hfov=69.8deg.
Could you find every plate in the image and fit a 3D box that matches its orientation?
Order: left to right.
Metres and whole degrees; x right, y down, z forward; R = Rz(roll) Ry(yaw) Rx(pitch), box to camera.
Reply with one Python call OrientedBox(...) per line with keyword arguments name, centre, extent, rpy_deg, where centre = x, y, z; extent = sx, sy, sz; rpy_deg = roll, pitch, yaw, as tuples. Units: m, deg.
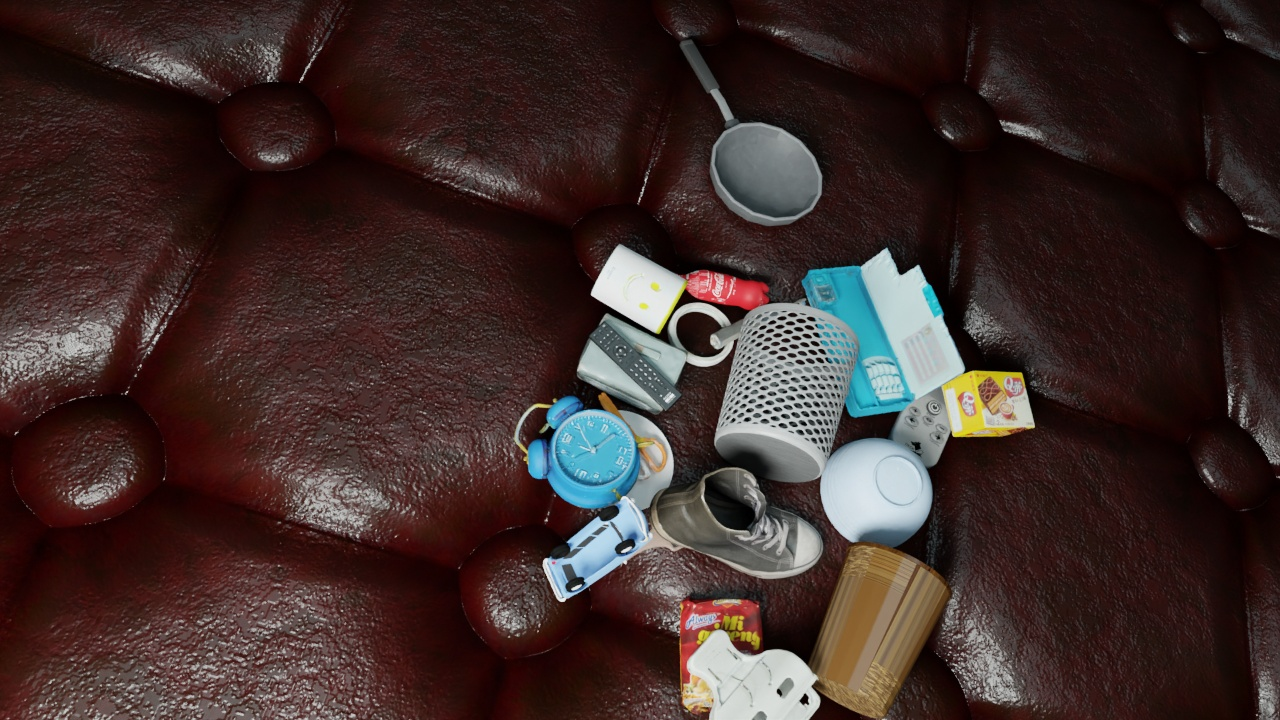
OrientedBox(name="plate", centre=(-0.024, 0.128, 1.158), extent=(0.134, 0.011, 0.134), rpy_deg=(6, 64, -13))

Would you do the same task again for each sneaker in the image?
OrientedBox(name="sneaker", centre=(0.140, 0.196, 1.106), extent=(0.234, 0.120, 0.095), rpy_deg=(25, 60, -18))

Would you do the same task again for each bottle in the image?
OrientedBox(name="bottle", centre=(0.111, -0.101, 1.288), extent=(0.141, 0.042, 0.041), rpy_deg=(11, 63, -11))

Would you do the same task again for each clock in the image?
OrientedBox(name="clock", centre=(-0.074, 0.109, 1.108), extent=(0.161, 0.060, 0.116), rpy_deg=(23, 67, 4))

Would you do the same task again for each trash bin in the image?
OrientedBox(name="trash bin", centre=(0.185, 0.046, 1.178), extent=(0.156, 0.157, 0.183), rpy_deg=(22, 64, -5))

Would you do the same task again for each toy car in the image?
OrientedBox(name="toy car", centre=(-0.046, 0.215, 1.045), extent=(0.054, 0.154, 0.056), rpy_deg=(10, 45, -53))

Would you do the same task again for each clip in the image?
OrientedBox(name="clip", centre=(0.123, 0.364, 1.007), extent=(0.126, 0.105, 0.152), rpy_deg=(-40, 92, -26))

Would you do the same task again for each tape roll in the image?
OrientedBox(name="tape roll", centre=(0.084, -0.036, 1.266), extent=(0.093, 0.013, 0.093), rpy_deg=(6, 64, -13))

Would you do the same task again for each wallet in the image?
OrientedBox(name="wallet", centre=(-0.011, 0.003, 1.202), extent=(0.131, 0.054, 0.100), rpy_deg=(23, 60, 1))

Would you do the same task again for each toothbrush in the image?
OrientedBox(name="toothbrush", centre=(0.170, -0.059, 1.288), extent=(0.185, 0.022, 0.024), rpy_deg=(-25, 106, -34))

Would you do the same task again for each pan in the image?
OrientedBox(name="pan", centre=(0.148, -0.354, 1.419), extent=(0.178, 0.041, 0.357), rpy_deg=(-19, 72, -23))

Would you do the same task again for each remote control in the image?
OrientedBox(name="remote control", centre=(-0.007, 0.007, 1.168), extent=(0.140, 0.009, 0.030), rpy_deg=(44, 73, 8))
OrientedBox(name="remote control", centre=(0.406, 0.082, 1.300), extent=(0.074, 0.019, 0.150), rpy_deg=(34, 61, 1))

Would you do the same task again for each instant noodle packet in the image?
OrientedBox(name="instant noodle packet", centre=(0.096, 0.345, 1.075), extent=(0.098, 0.040, 0.135), rpy_deg=(3, 65, -7))

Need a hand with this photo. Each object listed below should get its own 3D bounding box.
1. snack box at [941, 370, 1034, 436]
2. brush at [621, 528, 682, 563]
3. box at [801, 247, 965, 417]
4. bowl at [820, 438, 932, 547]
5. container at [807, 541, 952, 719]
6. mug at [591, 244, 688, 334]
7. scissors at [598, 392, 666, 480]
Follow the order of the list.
OrientedBox(name="snack box", centre=(0.491, 0.062, 1.296), extent=(0.105, 0.061, 0.083), rpy_deg=(2, 72, -29))
OrientedBox(name="brush", centre=(0.025, 0.215, 1.129), extent=(0.135, 0.015, 0.050), rpy_deg=(-21, 73, -24))
OrientedBox(name="box", centre=(0.341, -0.044, 1.301), extent=(0.172, 0.084, 0.227), rpy_deg=(-21, 65, 12))
OrientedBox(name="bowl", centre=(0.319, 0.166, 1.197), extent=(0.150, 0.075, 0.150), rpy_deg=(5, 68, -12))
OrientedBox(name="container", centre=(0.275, 0.323, 1.092), extent=(0.132, 0.132, 0.167), rpy_deg=(32, 67, 0))
OrientedBox(name="mug", centre=(-0.001, -0.096, 1.230), extent=(0.106, 0.083, 0.082), rpy_deg=(30, 61, 0))
OrientedBox(name="scissors", centre=(-0.020, 0.094, 1.161), extent=(0.065, 0.013, 0.128), rpy_deg=(-32, 78, -27))
